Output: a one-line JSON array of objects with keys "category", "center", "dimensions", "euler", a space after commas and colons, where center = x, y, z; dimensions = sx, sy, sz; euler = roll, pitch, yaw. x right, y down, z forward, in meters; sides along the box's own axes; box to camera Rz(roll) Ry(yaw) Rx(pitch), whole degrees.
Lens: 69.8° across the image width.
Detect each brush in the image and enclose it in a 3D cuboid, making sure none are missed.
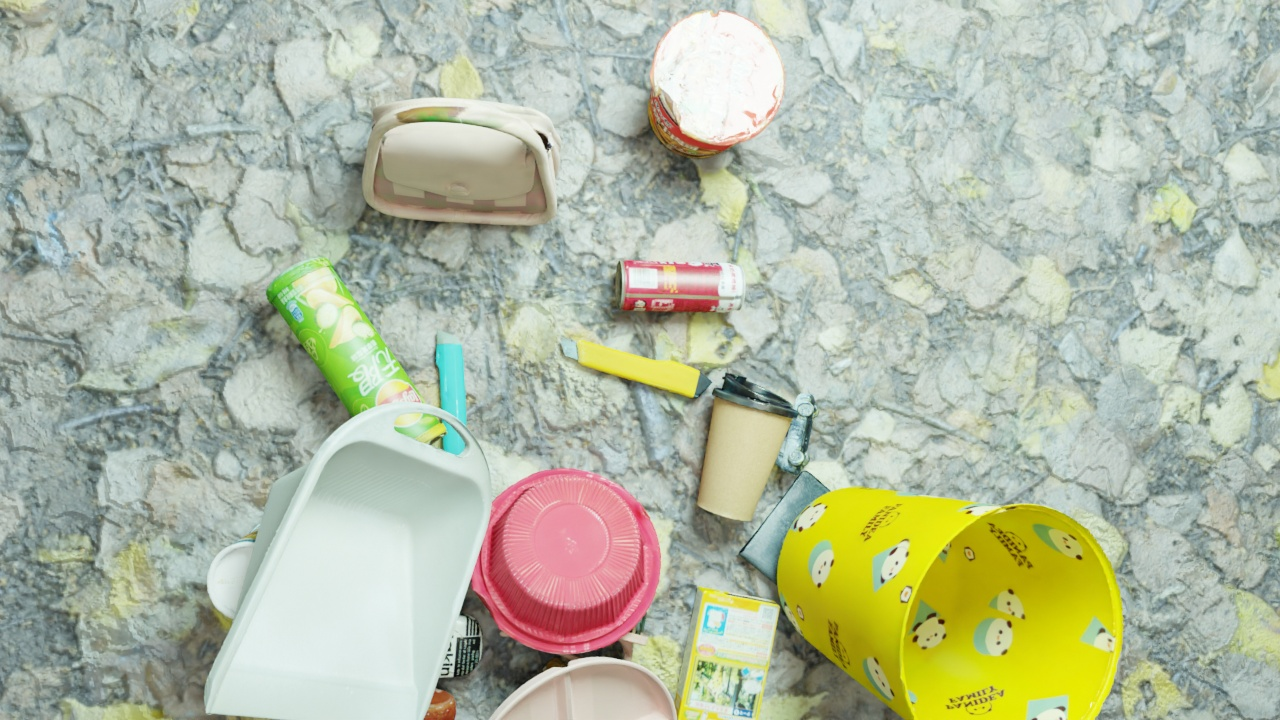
[{"category": "brush", "center": [-0.068, 0.269, 0.936], "dimensions": [0.145, 0.063, 0.073], "euler": [17, 75, -7]}]

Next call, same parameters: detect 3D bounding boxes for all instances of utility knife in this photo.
[{"category": "utility knife", "center": [-0.006, 0.006, 0.985], "dimensions": [0.171, 0.015, 0.033], "euler": [17, 79, -7]}, {"category": "utility knife", "center": [-0.194, 0.077, 0.952], "dimensions": [0.029, 0.013, 0.218], "euler": [-3, 85, -11]}]

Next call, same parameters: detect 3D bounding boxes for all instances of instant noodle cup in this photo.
[{"category": "instant noodle cup", "center": [-0.070, 0.187, 0.905], "dimensions": [0.194, 0.066, 0.193], "euler": [4, 62, -7]}, {"category": "instant noodle cup", "center": [-0.351, 0.198, 0.865], "dimensions": [0.099, 0.110, 0.099], "euler": [0, 87, 0]}, {"category": "instant noodle cup", "center": [0.072, -0.281, 0.966], "dimensions": [0.138, 0.109, 0.138], "euler": [0, 87, -9]}]

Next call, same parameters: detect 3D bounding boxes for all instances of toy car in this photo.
[{"category": "toy car", "center": [0.171, 0.080, 0.998], "dimensions": [0.034, 0.043, 0.090], "euler": [12, 89, 25]}]

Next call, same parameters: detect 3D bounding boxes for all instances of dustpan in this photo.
[{"category": "dustpan", "center": [-0.230, 0.177, 0.817], "dimensions": [0.143, 0.222, 0.257], "euler": [-24, 55, 29]}]

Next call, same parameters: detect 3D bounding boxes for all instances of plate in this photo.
[{"category": "plate", "center": [-0.068, 0.392, 0.904], "dimensions": [0.229, 0.028, 0.230], "euler": [-9, 110, -27]}]

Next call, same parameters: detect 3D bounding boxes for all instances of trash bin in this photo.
[{"category": "trash bin", "center": [0.272, 0.231, 0.881], "dimensions": [0.229, 0.255, 0.229], "euler": [0, 91, -20]}]

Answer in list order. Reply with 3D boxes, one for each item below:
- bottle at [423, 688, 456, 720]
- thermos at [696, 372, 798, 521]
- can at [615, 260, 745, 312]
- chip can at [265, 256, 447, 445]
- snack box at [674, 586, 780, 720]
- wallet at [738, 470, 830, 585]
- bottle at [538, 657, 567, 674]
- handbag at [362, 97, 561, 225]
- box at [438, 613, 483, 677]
[{"category": "bottle", "center": [-0.219, 0.433, 0.907], "dimensions": [0.059, 0.060, 0.206], "euler": [5, 90, -9]}, {"category": "thermos", "center": [0.107, 0.091, 0.967], "dimensions": [0.093, 0.093, 0.143], "euler": [16, 93, -8]}, {"category": "can", "center": [0.042, -0.079, 0.978], "dimensions": [0.132, 0.053, 0.053], "euler": [0, 87, -9]}, {"category": "chip can", "center": [-0.283, 0.001, 0.912], "dimensions": [0.072, 0.073, 0.221], "euler": [-35, 92, -10]}, {"category": "snack box", "center": [0.091, 0.318, 0.976], "dimensions": [0.087, 0.034, 0.140], "euler": [12, 83, -8]}, {"category": "wallet", "center": [0.180, 0.195, 1.004], "dimensions": [0.097, 0.019, 0.120], "euler": [41, 79, -5]}, {"category": "bottle", "center": [-0.122, 0.386, 0.924], "dimensions": [0.057, 0.057, 0.174], "euler": [40, 82, -5]}, {"category": "handbag", "center": [-0.167, -0.199, 0.859], "dimensions": [0.193, 0.234, 0.093], "euler": [3, 84, -9]}, {"category": "box", "center": [-0.240, 0.285, 0.916], "dimensions": [0.164, 0.051, 0.068], "euler": [0, 101, -10]}]
